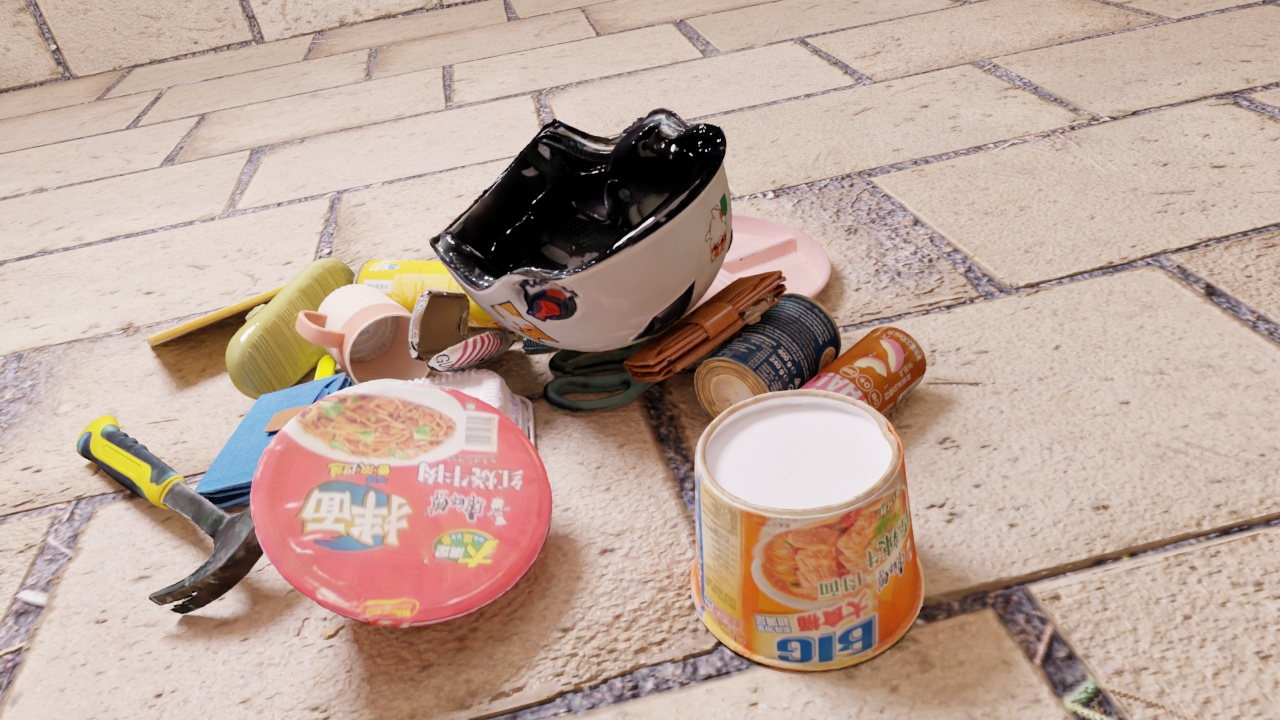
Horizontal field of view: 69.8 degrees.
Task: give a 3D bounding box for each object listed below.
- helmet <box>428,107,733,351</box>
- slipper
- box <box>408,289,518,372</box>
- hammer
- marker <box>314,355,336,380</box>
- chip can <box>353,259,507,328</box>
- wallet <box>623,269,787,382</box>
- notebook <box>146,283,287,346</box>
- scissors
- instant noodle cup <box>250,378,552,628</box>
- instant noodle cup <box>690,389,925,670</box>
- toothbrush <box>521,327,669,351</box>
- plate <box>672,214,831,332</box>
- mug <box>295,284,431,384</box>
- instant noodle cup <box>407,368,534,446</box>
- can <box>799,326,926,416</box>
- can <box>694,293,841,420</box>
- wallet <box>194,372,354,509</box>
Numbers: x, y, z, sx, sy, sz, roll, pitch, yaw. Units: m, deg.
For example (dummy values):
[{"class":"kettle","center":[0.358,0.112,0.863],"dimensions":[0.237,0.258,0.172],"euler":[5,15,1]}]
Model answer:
[{"class":"helmet","center":[-0.032,-0.093,0.783],"dimensions":[0.275,0.157,0.229],"euler":[5,48,36]},{"class":"slipper","center":[-0.356,-0.035,0.922],"dimensions":[0.082,0.092,0.190],"euler":[1,35,24]},{"class":"box","center":[-0.152,-0.019,0.820],"dimensions":[0.087,0.076,0.163],"euler":[15,2,0]},{"class":"hammer","center":[-0.385,0.103,0.736],"dimensions":[0.324,0.032,0.126],"euler":[13,65,41]},{"class":"marker","center":[-0.301,0.034,0.867],"dimensions":[0.018,0.015,0.124],"euler":[-15,35,-1]},{"class":"chip can","center":[-0.187,-0.068,0.941],"dimensions":[0.214,0.072,0.071],"euler":[2,34,19]},{"class":"wallet","center":[0.052,-0.027,0.753],"dimensions":[0.131,0.031,0.108],"euler":[-36,7,-9]},{"class":"notebook","center":[-0.433,-0.061,1.004],"dimensions":[0.205,0.010,0.146],"euler":[-27,13,-25]},{"class":"scissors","center":[-0.005,0.018,0.805],"dimensions":[0.185,0.019,0.129],"euler":[3,35,22]},{"class":"instant noodle cup","center":[-0.160,0.104,0.625],"dimensions":[0.193,0.066,0.193],"euler":[9,46,-10]},{"class":"instant noodle cup","center":[0.099,0.095,0.569],"dimensions":[0.151,0.111,0.151],"euler":[-7,33,4]},{"class":"toothbrush","center":[-0.021,-0.027,0.880],"dimensions":[0.192,0.018,0.016],"euler":[-7,33,6]},{"class":"plate","center":[0.075,-0.090,0.925],"dimensions":[0.229,0.028,0.229],"euler":[-1,34,0]},{"class":"mug","center":[-0.268,-0.024,0.867],"dimensions":[0.114,0.082,0.106],"euler":[11,13,-40]},{"class":"instant noodle cup","center":[-0.176,0.062,0.746],"dimensions":[0.173,0.060,0.137],"euler":[-10,32,-2]},{"class":"can","center":[0.159,0.029,0.706],"dimensions":[0.058,0.058,0.147],"euler":[22,44,40]},{"class":"can","center":[0.103,0.003,0.745],"dimensions":[0.075,0.075,0.110],"euler":[17,41,35]},{"class":"wallet","center":[-0.310,0.067,0.783],"dimensions":[0.106,0.040,0.132],"euler":[-13,34,17]}]
